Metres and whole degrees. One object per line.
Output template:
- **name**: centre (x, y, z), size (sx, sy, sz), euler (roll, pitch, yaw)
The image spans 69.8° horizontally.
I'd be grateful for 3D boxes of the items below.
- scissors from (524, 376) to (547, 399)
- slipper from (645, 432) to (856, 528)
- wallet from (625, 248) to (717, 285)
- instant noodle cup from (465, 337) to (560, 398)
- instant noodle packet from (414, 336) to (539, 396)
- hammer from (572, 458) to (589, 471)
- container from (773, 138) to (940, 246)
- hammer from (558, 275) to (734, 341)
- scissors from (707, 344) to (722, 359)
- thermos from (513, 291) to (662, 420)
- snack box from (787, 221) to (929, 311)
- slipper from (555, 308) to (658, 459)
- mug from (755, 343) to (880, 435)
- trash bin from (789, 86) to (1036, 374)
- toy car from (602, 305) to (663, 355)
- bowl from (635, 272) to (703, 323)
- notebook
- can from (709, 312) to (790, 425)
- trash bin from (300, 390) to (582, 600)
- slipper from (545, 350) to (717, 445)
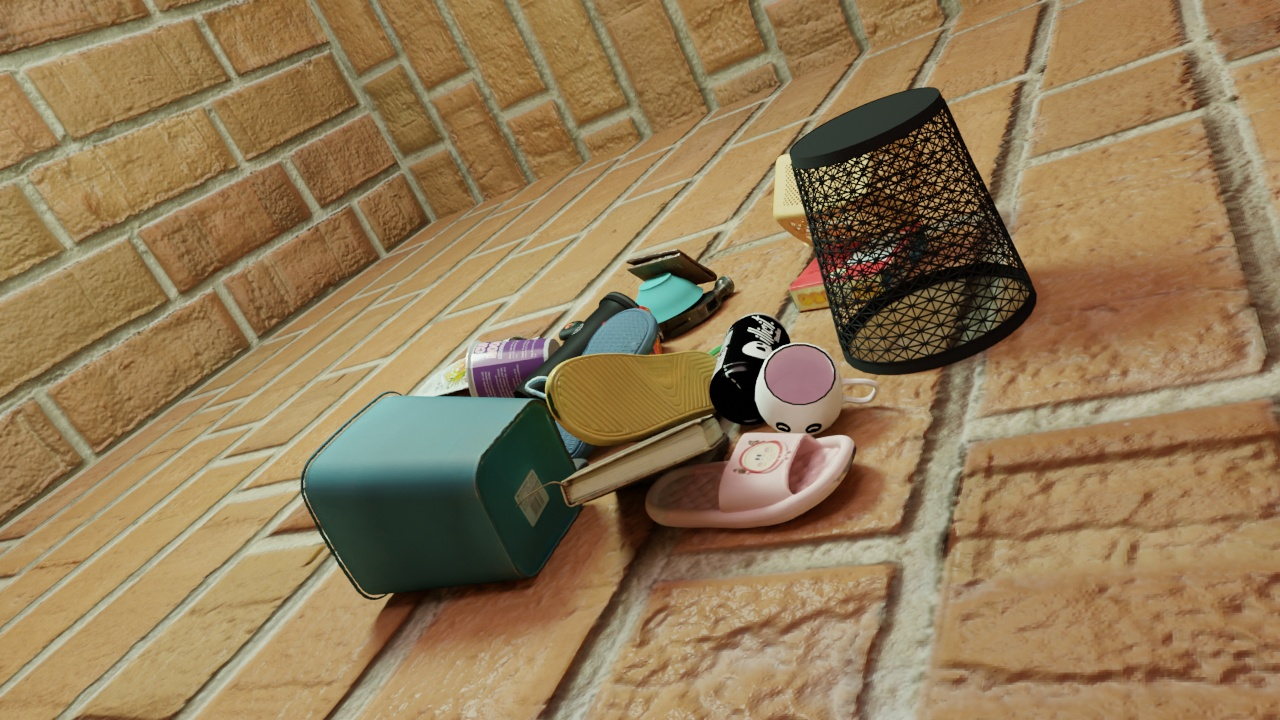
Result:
- **scissors**: centre (-0.103, 0.062, 1.215), size (0.125, 0.130, 0.013), euler (-55, -16, -15)
- **slipper**: centre (0.097, 0.113, 0.871), size (0.222, 0.056, 0.106), euler (-16, 25, 33)
- **wallet**: centre (0.049, -0.139, 1.432), size (0.099, 0.121, 0.027), euler (-9, 70, 32)
- **instant noodle cup**: centre (-0.178, 0.020, 1.386), size (0.122, 0.121, 0.137), euler (-11, -21, 14)
- **instant noodle packet**: centre (-0.298, 0.014, 1.614), size (0.270, 0.057, 0.146), euler (-13, 23, 45)
- **hammer**: centre (-0.185, 0.146, 1.181), size (0.312, 0.029, 0.124), euler (-9, 27, 39)
- **container**: centre (0.294, -0.227, 1.256), size (0.166, 0.129, 0.184), euler (14, -14, -42)
- **hammer**: centre (-0.011, -0.067, 1.485), size (0.334, 0.033, 0.132), euler (-8, 28, 44)
- **scissors**: centre (0.073, 0.010, 1.213), size (0.130, 0.012, 0.116), euler (-17, 23, 29)
- **thermos**: centre (-0.078, 0.001, 1.308), size (0.218, 0.106, 0.106), euler (-42, 25, -24)
- **snack box**: centre (0.292, -0.125, 1.228), size (0.143, 0.040, 0.144), euler (-7, 28, 43)
- **slipper**: centre (-0.041, 0.030, 1.135), size (0.214, 0.059, 0.104), euler (-59, 42, 14)
- **mug**: centre (0.179, 0.033, 0.933), size (0.124, 0.076, 0.090), euler (1, 59, 11)
- **trash bin**: centre (0.282, -0.146, 0.996), size (0.217, 0.243, 0.216), euler (-24, 20, 9)
- **toy car**: centre (-0.007, 0.007, 1.200), size (0.082, 0.056, 0.189), euler (-24, 45, 13)
- **bowl**: centre (0.031, -0.101, 1.393), size (0.121, 0.046, 0.121), euler (-25, 18, 9)
- **notebook**: centre (-0.009, 0.106, 0.933), size (0.190, 0.034, 0.215), euler (-24, -5, 7)
- **can**: centre (0.128, 0.007, 1.052), size (0.080, 0.080, 0.145), euler (-18, 22, 23)
- **trash bin**: centre (-0.203, 0.142, 1.003), size (0.219, 0.197, 0.198), euler (-7, 28, 30)
- **slipper**: centre (-0.006, 0.045, 1.025), size (0.262, 0.099, 0.079), euler (-9, -19, -44)
